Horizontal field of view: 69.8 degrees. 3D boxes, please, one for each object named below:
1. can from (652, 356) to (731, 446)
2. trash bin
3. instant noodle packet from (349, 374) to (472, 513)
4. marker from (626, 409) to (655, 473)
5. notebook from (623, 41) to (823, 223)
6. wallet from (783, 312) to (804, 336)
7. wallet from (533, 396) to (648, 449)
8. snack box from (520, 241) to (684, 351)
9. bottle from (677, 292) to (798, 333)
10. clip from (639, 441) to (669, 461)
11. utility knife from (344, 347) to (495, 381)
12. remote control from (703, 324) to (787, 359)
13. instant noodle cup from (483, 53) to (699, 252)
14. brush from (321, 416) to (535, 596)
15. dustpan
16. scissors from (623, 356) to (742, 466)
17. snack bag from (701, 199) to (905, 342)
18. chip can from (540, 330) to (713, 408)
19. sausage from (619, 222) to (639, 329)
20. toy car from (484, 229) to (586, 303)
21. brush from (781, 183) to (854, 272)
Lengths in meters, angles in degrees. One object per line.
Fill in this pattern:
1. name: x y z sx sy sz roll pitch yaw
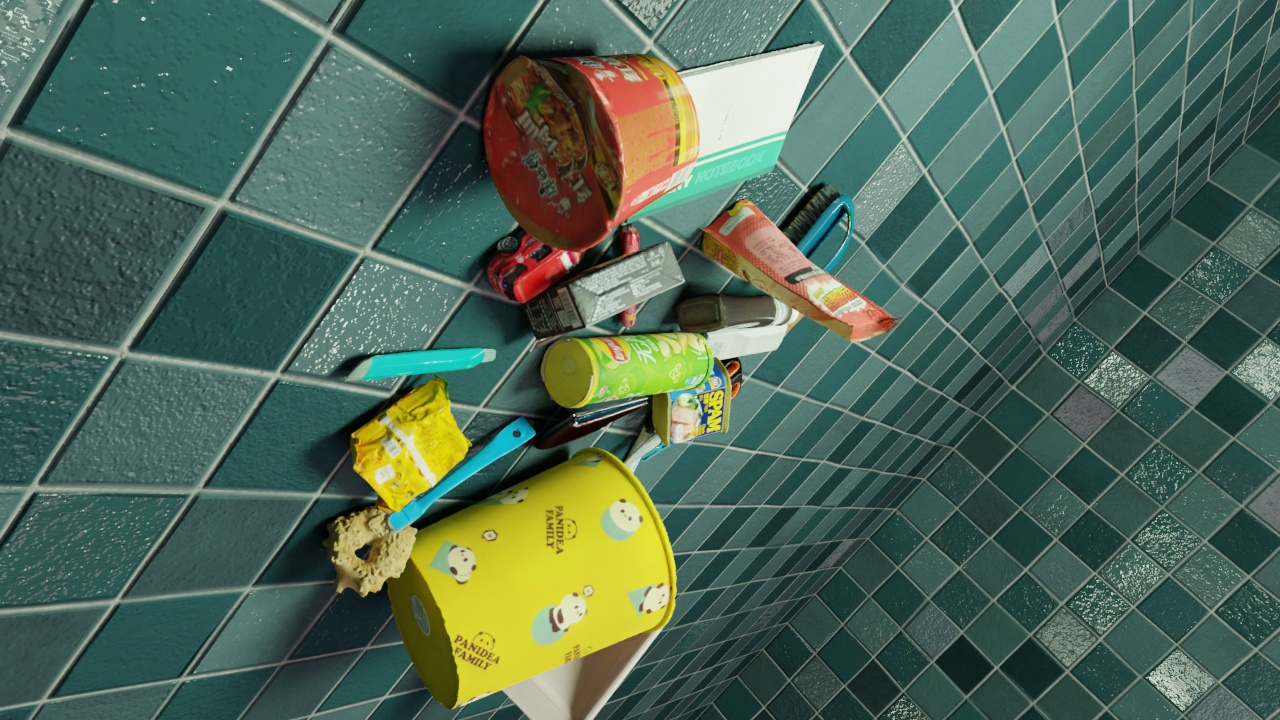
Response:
1. can: 0.063 0.053 1.144 0.083 0.057 0.102 -14 131 -16
2. trash bin: -0.129 0.244 1.023 0.254 0.229 0.230 -18 143 -32
3. instant noodle packet: -0.213 0.079 0.850 0.110 0.044 0.129 -41 157 -21
4. marker: 0.000 0.110 1.216 0.022 0.018 0.131 -5 134 -39
5. notebook: 0.076 -0.216 0.864 0.208 0.012 0.151 -25 148 -34
6. wallet: 0.193 -0.063 1.233 0.101 0.020 0.115 -47 155 11
7. wallet: -0.056 0.068 1.004 0.096 0.020 0.123 -17 173 -29
8. snack box: -0.040 -0.058 0.842 0.113 0.053 0.126 -27 -170 -31
9. bottle: 0.126 -0.058 1.090 0.194 0.080 0.044 -6 90 -51
10. clip: 0.021 0.120 1.262 0.056 0.014 0.046 -34 154 -22
11. utility knife: -0.187 0.002 0.810 0.171 0.013 0.029 -6 137 -55
12. remote control: 0.129 -0.025 1.168 0.124 0.024 0.049 -9 138 -25
13. instant noodle cup: -0.030 -0.159 0.673 0.108 0.138 0.138 -30 151 -42
14. brush: -0.208 0.137 0.925 0.254 0.083 0.046 -38 176 -26
15. dustpan: -0.092 0.321 1.186 0.272 0.222 0.139 -47 169 -24
16. scissors: 0.051 0.064 1.202 0.234 0.022 0.125 -24 137 -37
17. snack bag: 0.165 -0.087 0.953 0.128 0.208 0.073 -8 132 -51
18. chip can: -0.006 0.006 0.998 0.220 0.072 0.073 -7 135 -51
19. sausage: -0.011 -0.082 0.925 0.020 0.020 0.156 -32 151 -23
20. toy car: -0.076 -0.097 0.788 0.120 0.045 0.053 -41 155 -10
21. brush: 0.201 -0.135 1.082 0.144 0.073 0.055 -51 161 15
